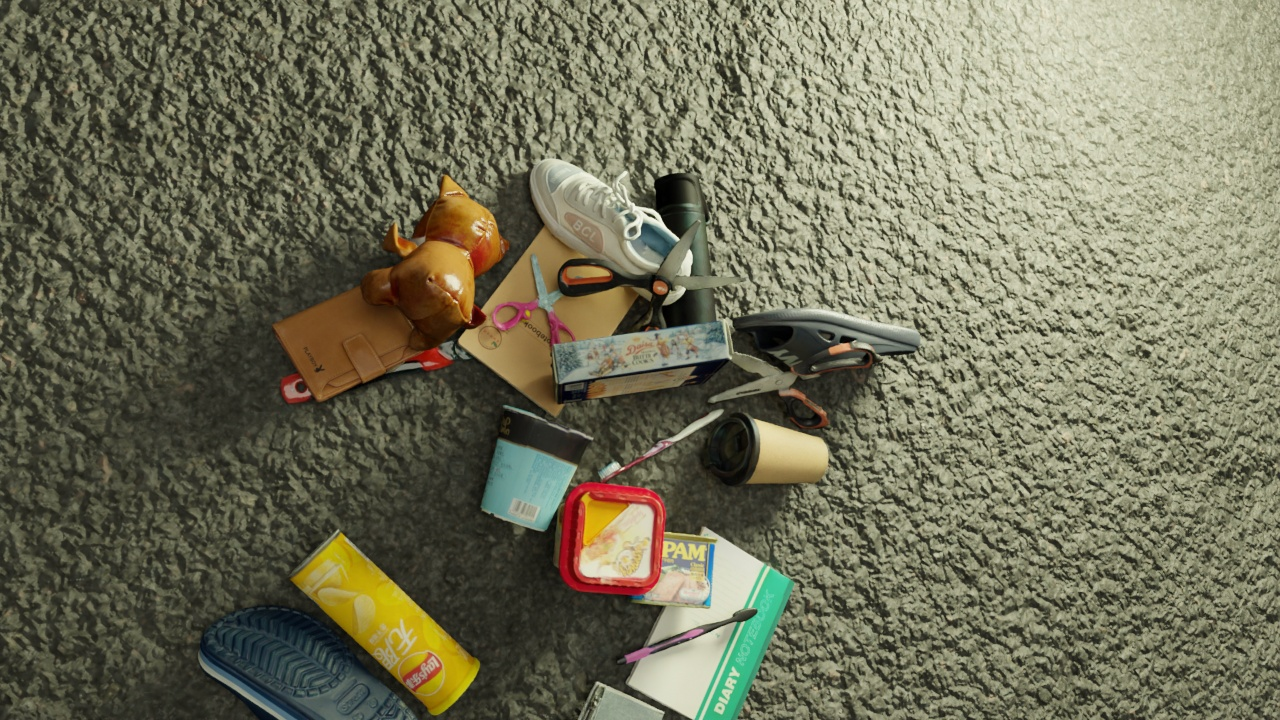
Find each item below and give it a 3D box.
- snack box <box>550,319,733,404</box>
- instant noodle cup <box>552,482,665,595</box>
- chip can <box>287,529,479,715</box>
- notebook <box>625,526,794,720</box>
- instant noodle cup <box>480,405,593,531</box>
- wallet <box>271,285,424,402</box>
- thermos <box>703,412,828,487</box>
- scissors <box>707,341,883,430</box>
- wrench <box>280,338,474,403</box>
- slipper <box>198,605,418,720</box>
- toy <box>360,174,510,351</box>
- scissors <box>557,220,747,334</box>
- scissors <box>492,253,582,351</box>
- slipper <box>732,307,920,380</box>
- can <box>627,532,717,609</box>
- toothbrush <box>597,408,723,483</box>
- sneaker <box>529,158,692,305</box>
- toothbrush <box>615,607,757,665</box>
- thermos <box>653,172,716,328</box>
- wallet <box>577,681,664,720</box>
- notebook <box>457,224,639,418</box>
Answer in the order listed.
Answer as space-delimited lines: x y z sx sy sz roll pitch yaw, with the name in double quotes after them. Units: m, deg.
-0.006 0.006 1.006 0.182 0.178 0.045 -9 81 -7 "snack box"
-0.044 0.201 1.034 0.116 0.124 0.116 9 77 -20 "instant noodle cup"
-0.267 0.275 0.965 0.213 0.072 0.072 47 69 -8 "chip can"
0.091 0.332 1.125 0.150 0.012 0.208 33 71 -13 "notebook"
-0.124 0.124 1.035 0.111 0.111 0.120 22 83 -16 "instant noodle cup"
-0.319 -0.023 1.008 0.131 0.031 0.108 -28 77 -24 "wallet"
0.160 0.117 1.149 0.143 0.093 0.093 11 77 -28 "thermos"
0.194 0.025 1.153 0.223 0.189 0.015 31 31 -32 "scissors"
-0.265 0.006 1.042 0.273 0.016 0.056 -10 84 -22 "wrench"
-0.329 0.346 0.924 0.253 0.105 0.095 35 112 2 "slipper"
-0.220 -0.107 1.020 0.140 0.131 0.199 54 42 -39 "toy"
0.005 -0.078 1.058 0.232 0.221 0.021 15 42 9 "scissors"
-0.112 -0.062 1.092 0.133 0.017 0.135 -37 93 -30 "scissors"
0.247 -0.015 1.191 0.267 0.111 0.083 7 81 -23 "slipper"
0.037 0.247 1.084 0.102 0.057 0.083 7 76 -9 "can"
0.027 0.101 1.137 0.187 0.016 0.017 -28 82 -22 "toothbrush"
-0.037 -0.168 1.087 0.242 0.091 0.089 40 63 11 "sneaker"
0.056 0.329 1.099 0.189 0.018 0.014 -15 86 -20 "toothbrush"
0.066 -0.111 1.162 0.089 0.069 0.242 4 79 -43 "thermos"
-0.041 0.443 1.043 0.106 0.037 0.129 33 72 -24 "wallet"
-0.104 -0.055 1.108 0.148 0.008 0.207 39 66 -13 "notebook"
